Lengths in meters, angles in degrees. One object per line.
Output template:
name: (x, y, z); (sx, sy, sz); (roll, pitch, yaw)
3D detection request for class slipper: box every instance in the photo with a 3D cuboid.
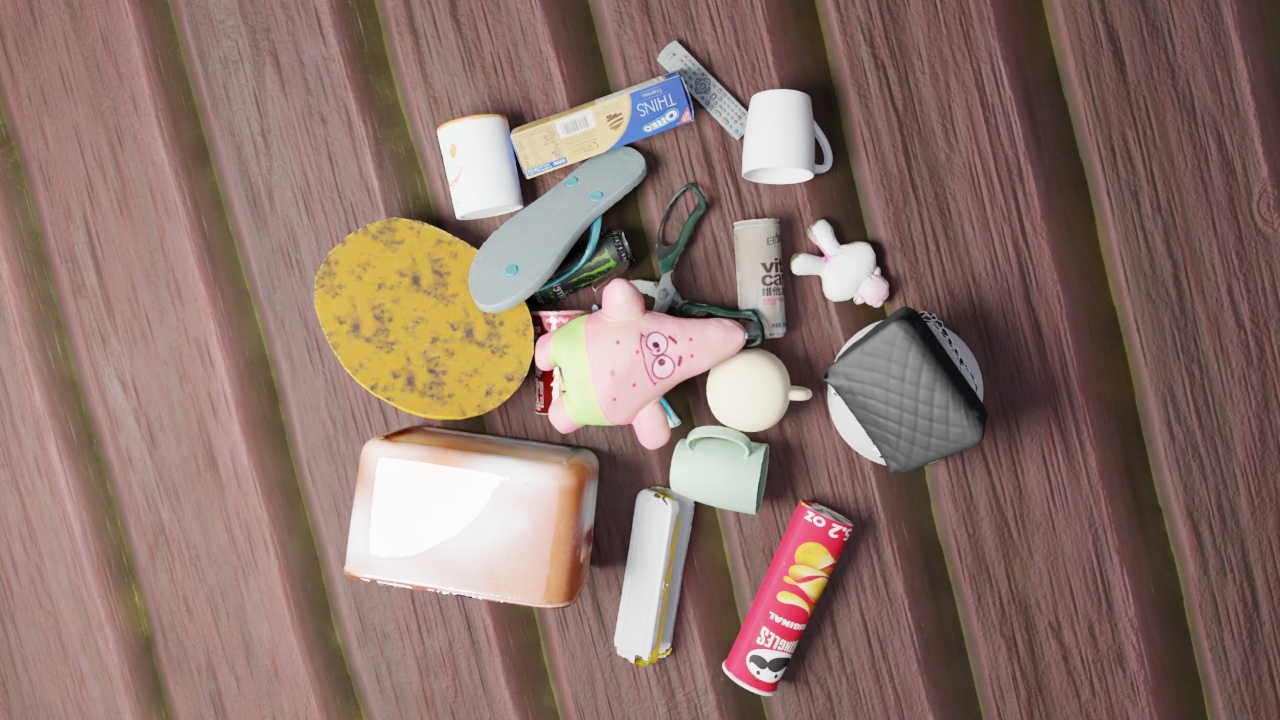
slipper: (-0.095, -0.147, 1.047); (0.098, 0.055, 0.268); (30, 67, 28)

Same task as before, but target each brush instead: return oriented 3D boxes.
brush: (-0.035, -0.089, 1.030); (0.045, 0.143, 0.008); (-36, 90, -3)

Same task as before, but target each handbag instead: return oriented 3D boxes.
handbag: (0.282, 0.030, 0.984); (0.125, 0.114, 0.153); (-35, 94, 30)

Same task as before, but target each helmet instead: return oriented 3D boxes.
helmet: (-0.247, -0.026, 1.058); (0.255, 0.132, 0.204); (44, 65, 7)

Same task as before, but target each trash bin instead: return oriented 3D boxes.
trash bin: (-0.181, 0.168, 1.045); (0.260, 0.181, 0.157); (8, 93, 5)

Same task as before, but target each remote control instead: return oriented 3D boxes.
remote control: (0.076, -0.315, 1.070); (0.136, 0.013, 0.033); (45, 97, 1)

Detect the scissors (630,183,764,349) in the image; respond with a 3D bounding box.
scissors: (0.068, -0.094, 1.058); (0.204, 0.015, 0.202); (24, 94, 23)

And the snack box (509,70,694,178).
snack box: (-0.043, -0.270, 1.055); (0.207, 0.056, 0.057); (-18, 113, 6)

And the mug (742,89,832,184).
mug: (0.171, -0.251, 1.042); (0.114, 0.081, 0.087); (3, 88, -26)

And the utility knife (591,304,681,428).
utility knife: (-0.007, 0.006, 1.098); (0.022, 0.015, 0.176); (-32, 92, 6)

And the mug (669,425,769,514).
mug: (0.090, 0.118, 1.055); (0.104, 0.083, 0.111); (9, 135, 14)

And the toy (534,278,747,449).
toy: (0.002, 0.001, 1.002); (0.237, 0.096, 0.192); (-14, 101, 5)

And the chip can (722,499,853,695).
chip can: (0.173, 0.276, 1.074); (0.069, 0.069, 0.220); (24, 95, 3)

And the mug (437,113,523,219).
mug: (-0.185, -0.224, 1.066); (0.082, 0.082, 0.105); (-11, 94, 6)

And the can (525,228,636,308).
can: (-0.076, -0.108, 1.077); (0.138, 0.054, 0.054); (-23, 92, 6)

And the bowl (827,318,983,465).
bowl: (0.306, 0.039, 1.047); (0.176, 0.066, 0.176); (0, 94, 5)

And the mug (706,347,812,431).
mug: (0.135, 0.035, 1.045); (0.120, 0.099, 0.096); (4, 94, 5)

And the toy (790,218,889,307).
toy: (0.233, -0.106, 1.059); (0.122, 0.038, 0.079); (36, 84, 2)

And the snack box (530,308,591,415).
snack box: (-0.091, 0.001, 1.078); (0.072, 0.072, 0.121); (-1, 94, 5)

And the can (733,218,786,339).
can: (0.138, -0.093, 1.060); (0.054, 0.054, 0.135); (-3, 94, 5)

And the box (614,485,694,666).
box: (0.014, 0.257, 1.099); (0.067, 0.070, 0.210); (10, 94, 24)
